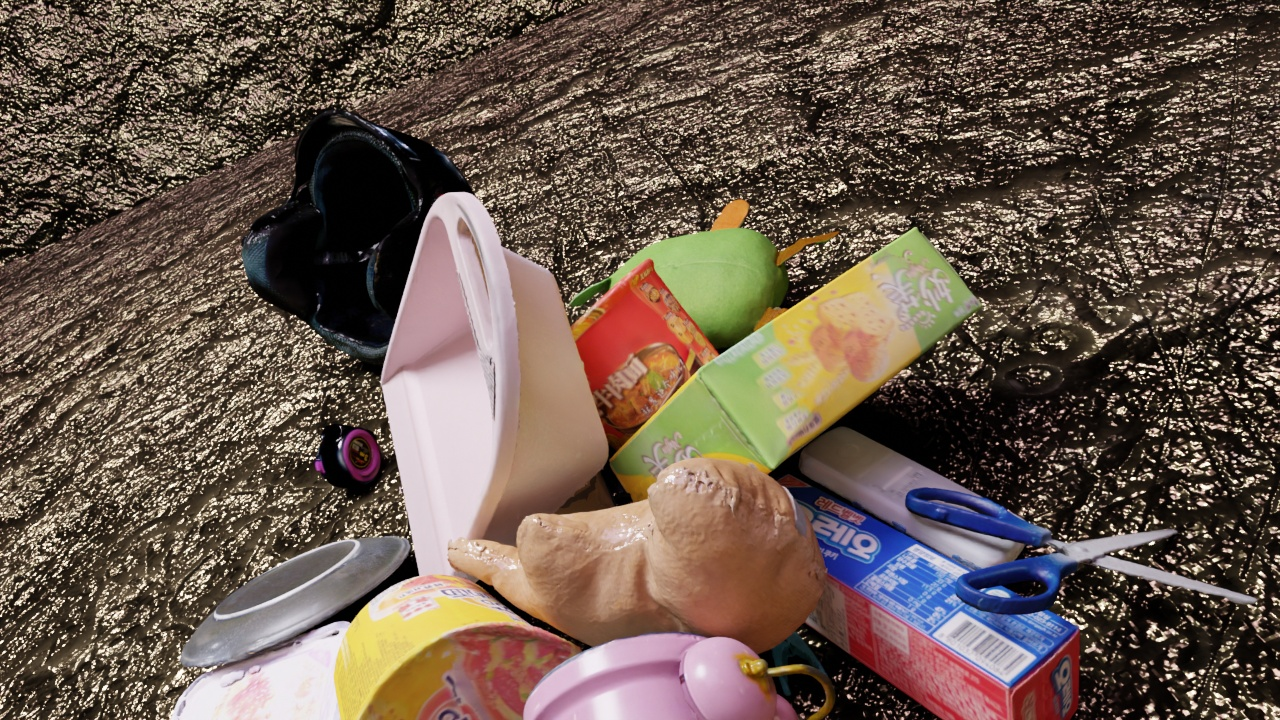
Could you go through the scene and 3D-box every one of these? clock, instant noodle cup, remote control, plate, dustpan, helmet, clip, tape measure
[{"bbox_3d":[0.020,0.186,0.455,0.158,0.117,0.059,-24,41,5],"label":"clock"},{"bbox_3d":[-0.109,0.193,0.524,0.137,0.138,0.110,-35,23,-18],"label":"instant noodle cup"},{"bbox_3d":[0.163,0.083,0.556,0.136,0.020,0.055,29,35,32],"label":"remote control"},{"bbox_3d":[-0.264,0.173,0.699,0.179,0.024,0.179,-22,10,4],"label":"plate"},{"bbox_3d":[-0.138,0.023,0.615,0.274,0.138,0.222,-39,56,25],"label":"dustpan"},{"bbox_3d":[-0.280,-0.134,1.013,0.234,0.275,0.229,9,16,30],"label":"helmet"},{"bbox_3d":[0.086,0.168,0.533,0.038,0.013,0.055,-25,30,-2],"label":"clip"},{"bbox_3d":[-0.004,0.004,0.718,0.138,0.108,0.138,-44,1,1],"label":"instant noodle cup"},{"bbox_3d":[-0.274,0.091,0.859,0.039,0.057,0.057,-13,75,25],"label":"tape measure"},{"bbox_3d":[-0.232,0.259,0.569,0.138,0.060,0.173,-21,32,5],"label":"instant noodle cup"}]

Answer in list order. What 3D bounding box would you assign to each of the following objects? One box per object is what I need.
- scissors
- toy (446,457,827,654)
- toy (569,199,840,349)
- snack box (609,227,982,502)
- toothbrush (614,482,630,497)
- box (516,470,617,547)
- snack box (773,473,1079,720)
[{"bbox_3d":[0.215,0.099,0.476,0.176,0.012,0.162,19,22,39],"label":"scissors"},{"bbox_3d":[-0.009,0.120,0.510,0.227,0.143,0.082,-20,32,30],"label":"toy"},{"bbox_3d":[0.057,-0.062,0.835,0.247,0.090,0.226,2,53,42],"label":"toy"},{"bbox_3d":[0.097,0.017,0.594,0.209,0.070,0.158,-31,-10,-31],"label":"snack box"},{"bbox_3d":[0.058,0.056,0.730,0.188,0.017,0.014,-32,43,-18],"label":"toothbrush"},{"bbox_3d":[-0.076,0.091,0.724,0.090,0.059,0.184,-27,32,-1],"label":"box"},{"bbox_3d":[0.133,0.130,0.508,0.057,0.058,0.208,-27,29,-26],"label":"snack box"}]
